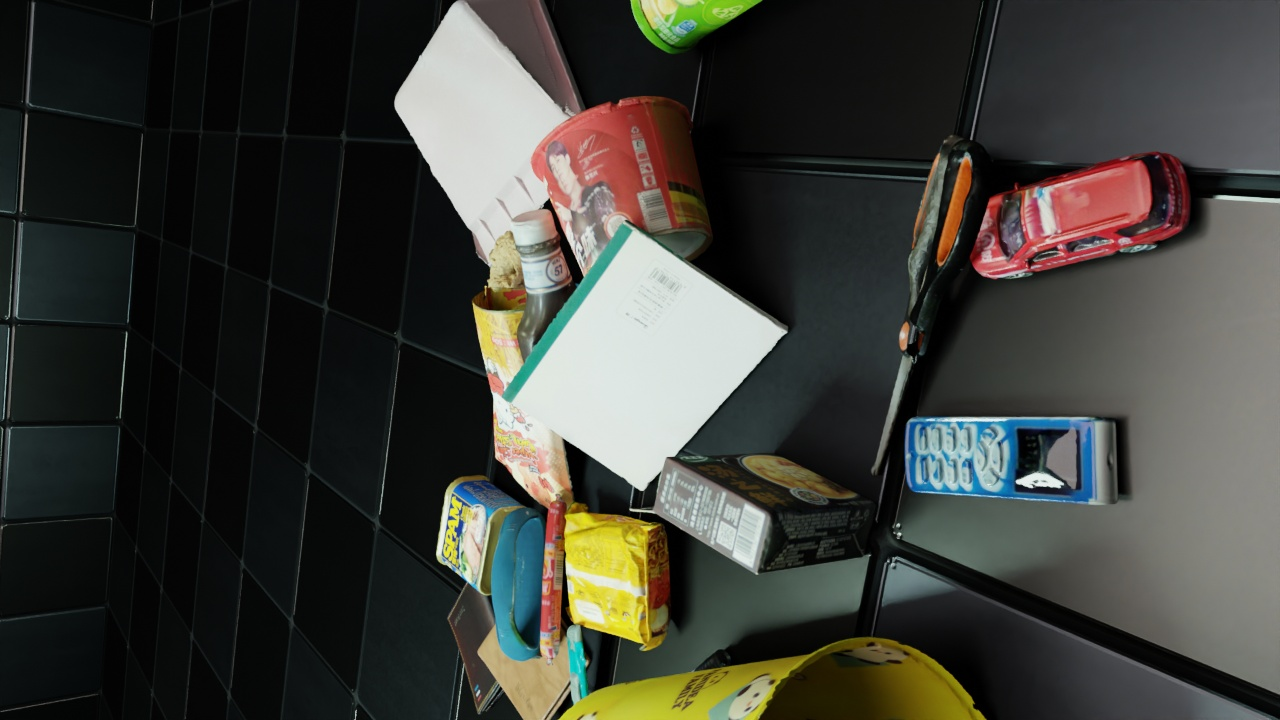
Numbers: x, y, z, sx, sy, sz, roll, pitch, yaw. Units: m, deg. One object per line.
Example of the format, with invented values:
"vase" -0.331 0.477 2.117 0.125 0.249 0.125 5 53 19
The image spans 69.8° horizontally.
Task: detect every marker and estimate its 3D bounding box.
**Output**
"marker" 0.033 0.277 0.756 0.022 0.018 0.131 54 127 24

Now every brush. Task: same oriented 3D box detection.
"brush" -0.114 0.210 0.870 0.055 0.073 0.143 -9 69 21
"brush" -0.069 -0.072 0.879 0.255 0.045 0.083 19 99 44

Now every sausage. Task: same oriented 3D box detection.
"sausage" -0.081 0.201 0.848 0.020 0.020 0.155 -15 67 48

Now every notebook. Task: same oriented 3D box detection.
"notebook" -0.004 0.004 0.735 0.210 0.150 0.012 -51 9 35

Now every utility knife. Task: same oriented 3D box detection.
"utility knife" -0.054 0.318 0.839 0.029 0.013 0.171 11 109 57

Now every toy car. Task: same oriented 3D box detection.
"toy car" 0.237 -0.081 0.514 0.121 0.045 0.053 -16 75 50

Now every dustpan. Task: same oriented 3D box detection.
"dustpan" -0.142 -0.282 0.992 0.223 0.138 0.273 -34 91 42

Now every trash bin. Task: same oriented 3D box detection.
"trash bin" 0.062 0.298 0.578 0.256 0.229 0.229 -26 69 52

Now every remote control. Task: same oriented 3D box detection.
"remote control" 0.216 0.057 0.546 0.125 0.024 0.049 -3 86 50

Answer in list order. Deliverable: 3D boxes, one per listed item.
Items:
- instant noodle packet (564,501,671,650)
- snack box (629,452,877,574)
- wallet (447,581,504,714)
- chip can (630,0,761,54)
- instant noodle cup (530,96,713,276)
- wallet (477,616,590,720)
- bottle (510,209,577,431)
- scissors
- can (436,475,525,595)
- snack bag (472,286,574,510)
"instant noodle packet" -0.024 0.186 0.806 0.129 0.044 0.111 1 91 52
"snack box" 0.077 0.102 0.638 0.126 0.113 0.053 25 106 47
"wallet" -0.173 0.304 0.995 0.097 0.020 0.122 -56 48 32
"chip can" 0.084 -0.303 0.680 0.222 0.072 0.072 -15 77 48
"instant noodle cup" -0.010 -0.129 0.742 0.138 0.137 0.108 -30 72 45
"wallet" -0.107 0.289 0.904 0.115 0.020 0.101 43 108 38
"bottle" -0.070 -0.033 0.793 0.044 0.079 0.195 21 130 53
"scissors" 0.174 -0.022 0.570 0.125 0.021 0.235 -131 49 -86
"can" -0.164 0.182 0.960 0.083 0.057 0.102 22 105 45
"snack bag" -0.113 0.036 0.886 0.129 0.073 0.208 24 124 47
